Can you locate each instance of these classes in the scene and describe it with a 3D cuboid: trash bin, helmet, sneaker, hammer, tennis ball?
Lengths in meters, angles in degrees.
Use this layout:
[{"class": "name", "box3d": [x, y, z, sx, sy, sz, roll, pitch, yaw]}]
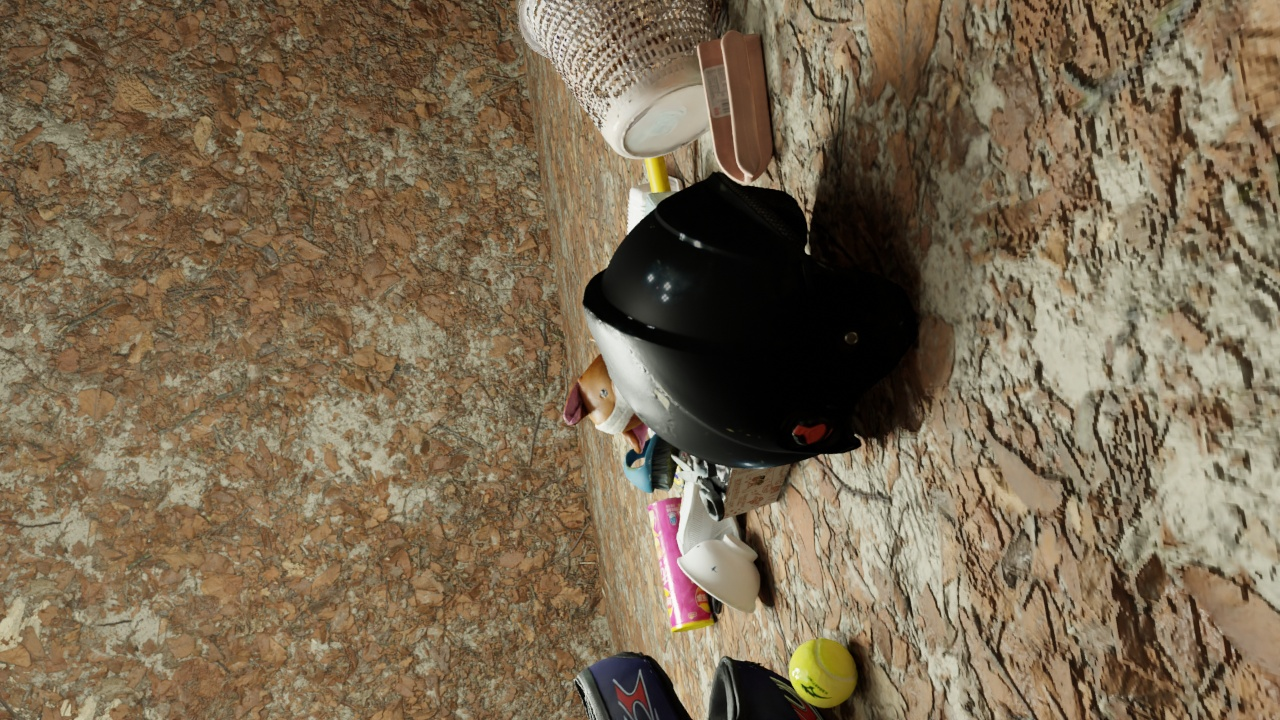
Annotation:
[{"class": "trash bin", "box3d": [-0.001, -0.347, 1.037, 0.228, 0.227, 0.192, 111, 137, -69]}, {"class": "helmet", "box3d": [0.085, -0.022, 0.778, 0.233, 0.230, 0.275, -113, -2, -60]}, {"class": "helmet", "box3d": [0.091, 0.437, 0.967, 0.248, 0.240, 0.315, 100, 148, -62]}, {"class": "sneaker", "box3d": [0.088, 0.181, 1.234, 0.090, 0.089, 0.243, -108, 15, -55]}, {"class": "hammer", "box3d": [0.033, -0.212, 1.231, 0.033, 0.128, 0.301, 23, 138, 44]}, {"class": "tennis ball", "box3d": [0.179, 0.307, 0.902, 0.065, 0.065, 0.065, 171, 91, -80]}]

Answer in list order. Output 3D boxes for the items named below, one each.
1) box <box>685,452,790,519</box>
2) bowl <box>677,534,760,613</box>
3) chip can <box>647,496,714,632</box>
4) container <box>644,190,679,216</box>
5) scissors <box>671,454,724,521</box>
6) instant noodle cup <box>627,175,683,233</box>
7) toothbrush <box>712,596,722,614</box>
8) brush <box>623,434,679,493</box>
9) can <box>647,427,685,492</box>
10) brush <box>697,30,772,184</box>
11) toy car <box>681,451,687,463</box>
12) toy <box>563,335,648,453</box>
[{"class": "box", "box3d": [0.099, 0.030, 1.077, 0.179, 0.105, 0.260, 96, 157, -55]}, {"class": "bowl", "box3d": [0.114, 0.265, 1.185, 0.065, 0.118, 0.118, -57, 17, 4]}, {"class": "chip can", "box3d": [0.064, 0.337, 1.521, 0.071, 0.071, 0.210, 106, 154, -66]}, {"class": "container", "box3d": [0.051, -0.154, 1.182, 0.090, 0.090, 0.112, -114, 22, -54]}, {"class": "scissors", "box3d": [0.064, 0.141, 1.070, 0.169, 0.014, 0.156, 95, 157, -54]}, {"class": "instant noodle cup", "box3d": [0.017, -0.185, 1.360, 0.138, 0.060, 0.173, -127, 36, -70]}, {"class": "toothbrush", "box3d": [0.114, 0.305, 1.390, 0.018, 0.015, 0.181, -111, 16, -72]}, {"class": "brush", "box3d": [0.014, 0.139, 1.246, 0.143, 0.073, 0.055, -64, -30, -75]}, {"class": "can", "box3d": [0.057, 0.132, 1.409, 0.075, 0.049, 0.148, 97, 153, -51]}, {"class": "brush", "box3d": [0.098, -0.250, 0.920, 0.073, 0.063, 0.145, -99, 1, -87]}, {"class": "toy car", "box3d": [0.085, 0.113, 1.287, 0.123, 0.056, 0.037, 97, 158, -55]}, {"class": "toy", "box3d": [-0.007, 0.007, 1.122, 0.199, 0.140, 0.130, -62, 17, 1]}]
